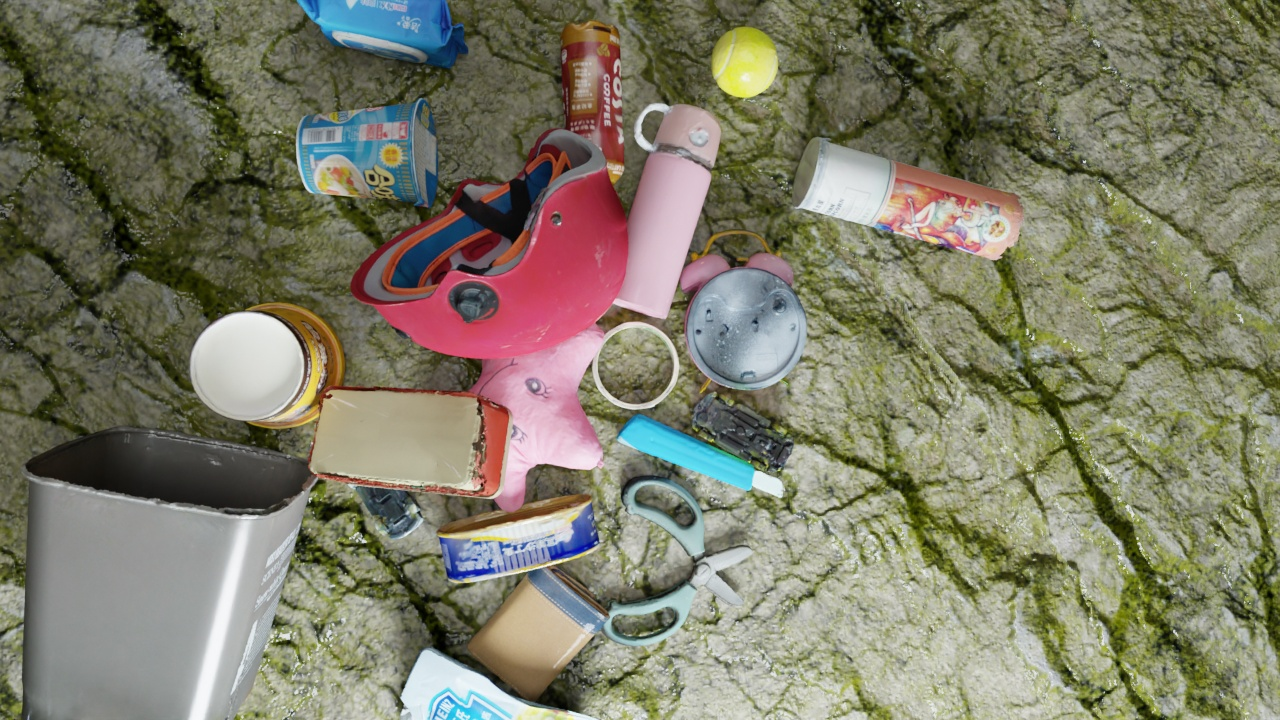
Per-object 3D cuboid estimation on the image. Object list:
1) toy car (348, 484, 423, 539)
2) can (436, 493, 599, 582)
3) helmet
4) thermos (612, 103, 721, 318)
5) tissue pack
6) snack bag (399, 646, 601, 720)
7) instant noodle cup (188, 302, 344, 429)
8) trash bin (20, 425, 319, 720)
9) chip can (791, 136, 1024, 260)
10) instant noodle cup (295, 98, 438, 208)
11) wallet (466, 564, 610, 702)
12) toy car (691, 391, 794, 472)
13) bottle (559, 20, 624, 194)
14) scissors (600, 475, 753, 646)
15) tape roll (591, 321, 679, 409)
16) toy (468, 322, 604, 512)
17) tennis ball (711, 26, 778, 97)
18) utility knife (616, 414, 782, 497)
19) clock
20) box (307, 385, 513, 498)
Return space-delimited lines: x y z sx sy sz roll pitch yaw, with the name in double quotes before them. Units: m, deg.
"toy car" -0.241 0.126 0.867 0.043 0.034 0.090 -38 80 0
"can" -0.113 0.166 0.863 0.148 0.074 0.049 -12 94 -7
"helmet" -0.112 -0.078 0.798 0.240 0.206 0.144 -29 120 7
"thermos" 0.015 -0.146 0.878 0.087 0.067 0.198 17 90 -19
"tissue pack" -0.237 -0.308 0.835 0.157 0.095 0.052 11 94 -7
"snack bag" -0.133 0.340 0.866 0.191 0.038 0.111 23 128 -8
"instant noodle cup" -0.334 0.004 0.815 0.118 0.114 0.118 0 89 -7
"trash bin" -0.399 0.189 0.777 0.198 0.199 0.220 11 95 -7
"chip can" 0.263 -0.159 0.908 0.214 0.071 0.071 13 89 -7
"instant noodle cup" -0.250 -0.188 0.838 0.110 0.099 0.099 0 90 -1
"wallet" -0.098 0.259 0.884 0.090 0.033 0.115 40 91 -3
"toy car" 0.100 0.071 0.910 0.105 0.032 0.048 29 87 5
"bottle" -0.045 -0.229 0.877 0.057 0.057 0.175 -3 91 -7
"scissors" 0.021 0.192 0.908 0.170 0.019 0.179 -24 92 -5
"tape roll" -0.005 0.005 0.905 0.085 0.014 0.086 0 91 -7
"toy" -0.100 0.041 0.858 0.178 0.074 0.194 32 89 14
"tennis ball" 0.101 -0.289 0.890 0.065 0.065 0.065 0 90 -7
"utility knife" 0.064 0.098 0.912 0.179 0.018 0.034 23 102 -8
"clock" 0.097 -0.049 0.895 0.117 0.060 0.158 -4 92 -6
"box" -0.205 0.071 0.801 0.168 0.077 0.091 2 77 20
